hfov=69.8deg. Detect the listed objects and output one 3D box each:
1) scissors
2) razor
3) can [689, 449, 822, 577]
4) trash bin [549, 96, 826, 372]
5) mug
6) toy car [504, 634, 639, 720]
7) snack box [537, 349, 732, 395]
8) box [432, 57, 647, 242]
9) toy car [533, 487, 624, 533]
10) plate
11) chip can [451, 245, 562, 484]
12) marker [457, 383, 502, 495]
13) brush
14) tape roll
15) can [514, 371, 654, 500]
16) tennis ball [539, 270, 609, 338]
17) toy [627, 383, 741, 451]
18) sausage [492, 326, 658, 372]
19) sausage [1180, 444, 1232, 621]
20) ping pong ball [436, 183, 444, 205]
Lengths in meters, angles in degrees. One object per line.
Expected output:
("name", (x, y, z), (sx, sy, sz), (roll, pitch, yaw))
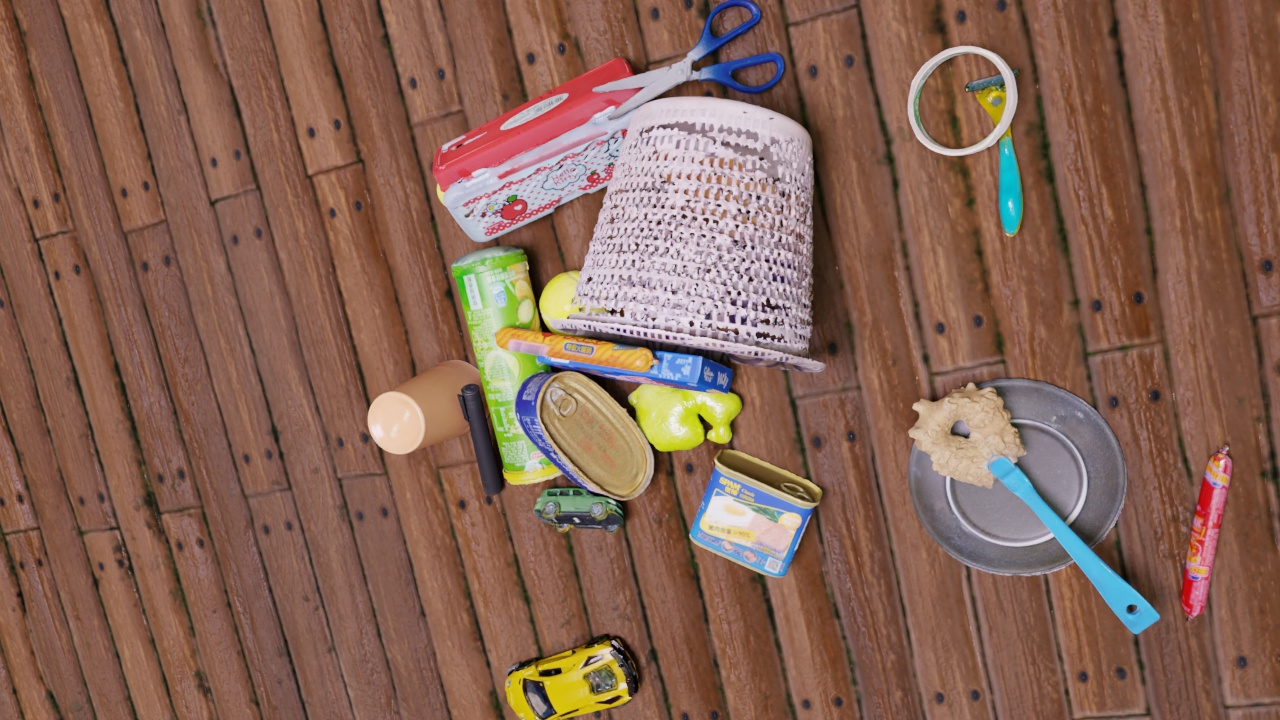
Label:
("scissors", (0.048, -0.241, 0.780), (0.141, 0.012, 0.170), (34, 81, -8))
("razor", (0.298, -0.167, 0.752), (0.043, 0.028, 0.132), (-7, 94, 36))
("can", (0.104, 0.141, 0.847), (0.102, 0.057, 0.083), (23, 107, 12))
("trash bin", (0.052, -0.100, 0.752), (0.228, 0.227, 0.192), (9, 89, 14))
("mug", (-0.205, 0.047, 0.884), (0.078, 0.122, 0.078), (3, 99, 16))
("toy car", (-0.073, 0.333, 0.939), (0.156, 0.041, 0.071), (-22, 93, 20))
("snack box", (-0.005, 0.005, 0.825), (0.157, 0.084, 0.026), (7, 84, 25))
("box", (-0.079, -0.179, 0.827), (0.201, 0.095, 0.099), (-24, 122, 6))
("toy car", (-0.059, 0.147, 0.900), (0.091, 0.043, 0.036), (1, 58, 21))
("plate", (0.324, 0.105, 0.794), (0.180, 0.024, 0.179), (3, 100, 16))
("chip can", (-0.120, 0.002, 0.871), (0.073, 0.072, 0.221), (-9, 101, 17))
("marker", (-0.156, 0.080, 0.899), (0.020, 0.022, 0.132), (26, 137, 36))
("brush", (0.326, 0.121, 0.755), (0.083, 0.045, 0.254), (-44, 81, 14))
("tape roll", (0.261, -0.211, 0.746), (0.086, 0.013, 0.086), (10, 106, 38))
("can", (-0.051, 0.069, 0.846), (0.148, 0.074, 0.049), (48, 155, -27))
("tennis ball", (-0.061, -0.051, 0.856), (0.065, 0.065, 0.065), (3, 100, 15))
("toy", (0.040, 0.050, 0.861), (0.100, 0.031, 0.096), (-44, 76, 12))
("sausage", (-0.059, -0.010, 0.792), (0.165, 0.021, 0.021), (9, 102, 24))
("sausage", (0.469, 0.144, 0.762), (0.020, 0.020, 0.156), (7, 101, 15))
("ping pong ball", (-0.175, -0.164, 0.882), (0.040, 0.040, 0.040), (3, 100, 15))
